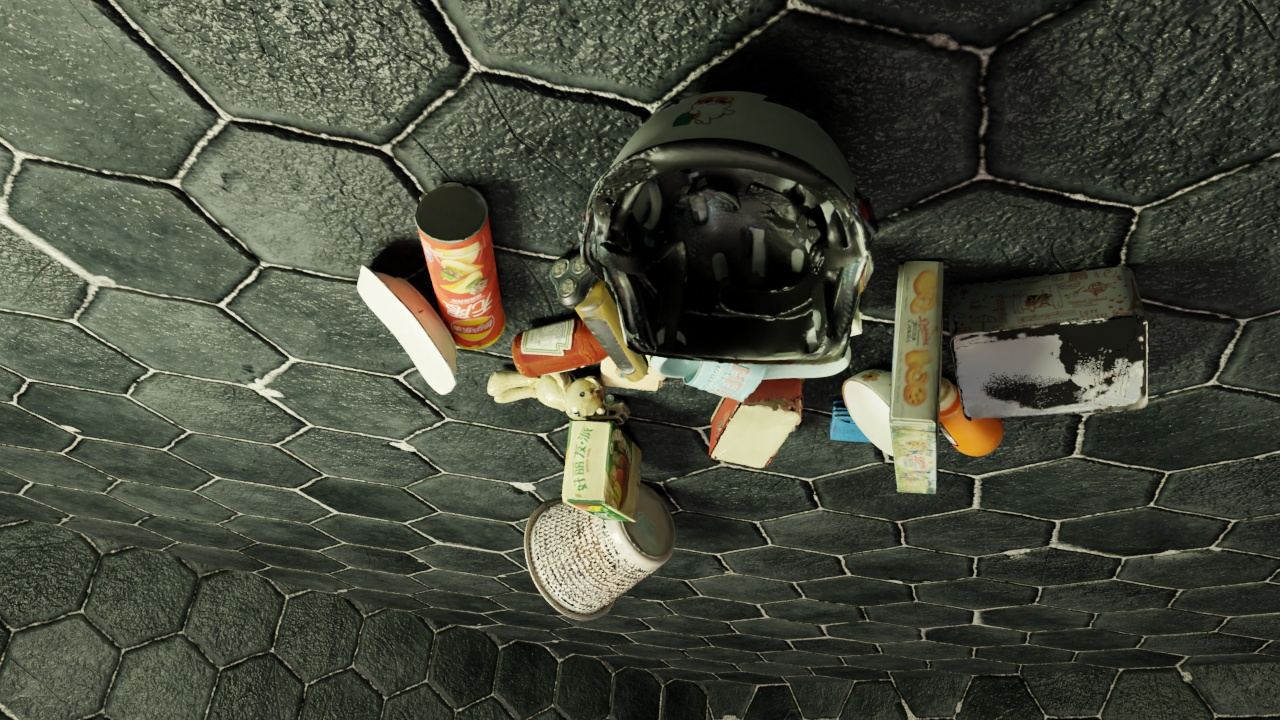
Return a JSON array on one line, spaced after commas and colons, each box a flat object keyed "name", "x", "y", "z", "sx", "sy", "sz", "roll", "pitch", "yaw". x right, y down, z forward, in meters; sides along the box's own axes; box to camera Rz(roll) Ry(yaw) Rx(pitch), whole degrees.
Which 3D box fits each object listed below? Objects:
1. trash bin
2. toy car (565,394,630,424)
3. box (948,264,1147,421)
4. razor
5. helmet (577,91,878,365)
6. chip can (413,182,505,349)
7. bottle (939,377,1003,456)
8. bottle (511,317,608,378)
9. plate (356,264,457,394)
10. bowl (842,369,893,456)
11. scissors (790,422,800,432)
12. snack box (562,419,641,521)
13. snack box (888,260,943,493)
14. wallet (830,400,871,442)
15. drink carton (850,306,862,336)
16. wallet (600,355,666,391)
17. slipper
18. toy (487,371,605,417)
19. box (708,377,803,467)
[{"name": "trash bin", "x": -0.055, "y": 0.311, "z": 1.582, "sx": 0.227, "sy": 0.227, "sz": 0.193, "roll": 28, "pitch": 134, "yaw": -36}, {"name": "toy car", "x": -0.062, "y": 0.070, "z": 1.279, "sx": 0.090, "sy": 0.035, "sz": 0.042, "roll": 0, "pitch": 151, "yaw": 18}, {"name": "box", "x": 0.430, "y": 0.008, "z": 0.970, "sx": 0.179, "sy": 0.126, "sz": 0.273, "roll": -6, "pitch": 155, "yaw": 23}, {"name": "razor", "x": -0.039, "y": -0.041, "z": 0.983, "sx": 0.062, "sy": 0.067, "sz": 0.167, "roll": -7, "pitch": 131, "yaw": 32}, {"name": "helmet", "x": 0.078, "y": -0.117, "z": 0.748, "sx": 0.230, "sy": 0.156, "sz": 0.274, "roll": 0, "pitch": 142, "yaw": 17}, {"name": "chip can", "x": -0.182, "y": -0.090, "z": 0.950, "sx": 0.073, "sy": 0.073, "sz": 0.217, "roll": 7, "pitch": 153, "yaw": -1}, {"name": "bottle", "x": 0.392, "y": 0.063, "z": 1.138, "sx": 0.067, "sy": 0.066, "sz": 0.149, "roll": -19, "pitch": 136, "yaw": 41}, {"name": "bottle", "x": -0.049, "y": -0.026, "z": 1.064, "sx": 0.206, "sy": 0.059, "sz": 0.060, "roll": -12, "pitch": 148, "yaw": 21}, {"name": "plate", "x": -0.252, "y": -0.038, "z": 1.028, "sx": 0.164, "sy": 0.034, "sz": 0.164, "roll": 53, "pitch": 159, "yaw": -6}, {"name": "bowl", "x": 0.305, "y": 0.054, "z": 1.112, "sx": 0.062, "sy": 0.113, "sz": 0.113, "roll": -34, "pitch": 154, "yaw": -12}, {"name": "scissors", "x": 0.143, "y": 0.067, "z": 1.250, "sx": 0.174, "sy": 0.014, "sz": 0.136, "roll": 12, "pitch": 151, "yaw": -9}, {"name": "snack box", "x": -0.049, "y": 0.164, "z": 1.324, "sx": 0.063, "sy": 0.114, "sz": 0.240, "roll": 2, "pitch": 165, "yaw": 11}, {"name": "snack box", "x": 0.286, "y": 0.022, "z": 0.944, "sx": 0.046, "sy": 0.177, "sz": 0.182, "roll": 2, "pitch": 153, "yaw": 18}, {"name": "wallet", "x": 0.321, "y": 0.085, "z": 1.221, "sx": 0.133, "sy": 0.040, "sz": 0.106, "roll": 1, "pitch": 157, "yaw": 9}, {"name": "drink carton", "x": 0.192, "y": -0.054, "z": 0.935, "sx": 0.054, "sy": 0.045, "sz": 0.122, "roll": -12, "pitch": 168, "yaw": 17}, {"name": "wallet", "x": -0.007, "y": 0.007, "z": 1.154, "sx": 0.087, "sy": 0.024, "sz": 0.115, "roll": 5, "pitch": 152, "yaw": 0}, {"name": "slipper", "x": 0.126, "y": 0.007, "z": 1.038, "sx": 0.245, "sy": 0.074, "sz": 0.104, "roll": 2, "pitch": 155, "yaw": -18}, {"name": "toy", "x": -0.123, "y": 0.041, "z": 1.201, "sx": 0.157, "sy": 0.066, "sz": 0.105, "roll": 5, "pitch": 137, "yaw": 14}, {"name": "box", "x": 0.149, "y": 0.081, "z": 1.186, "sx": 0.091, "sy": 0.079, "sz": 0.169, "roll": 11, "pitch": 148, "yaw": -5}]
